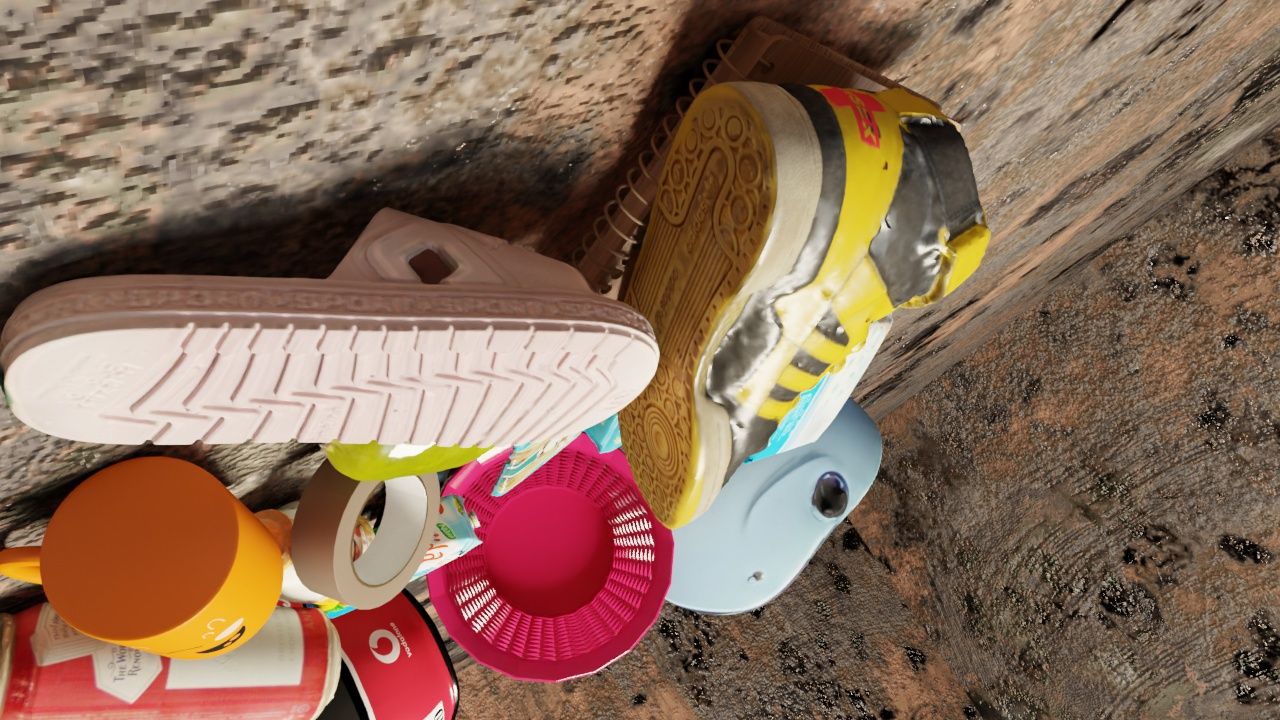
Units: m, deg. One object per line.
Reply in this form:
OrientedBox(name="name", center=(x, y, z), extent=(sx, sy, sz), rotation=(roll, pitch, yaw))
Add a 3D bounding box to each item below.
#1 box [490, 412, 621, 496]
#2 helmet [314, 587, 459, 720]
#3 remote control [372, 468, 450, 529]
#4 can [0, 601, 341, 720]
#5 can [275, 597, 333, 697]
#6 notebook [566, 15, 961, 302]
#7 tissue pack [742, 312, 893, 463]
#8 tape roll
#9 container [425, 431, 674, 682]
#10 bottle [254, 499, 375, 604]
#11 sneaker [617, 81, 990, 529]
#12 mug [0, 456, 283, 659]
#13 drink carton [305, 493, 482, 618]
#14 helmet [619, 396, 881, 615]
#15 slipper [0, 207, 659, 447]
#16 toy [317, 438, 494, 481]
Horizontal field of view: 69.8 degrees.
OrientedBox(name="box", center=(-0.005, 0.002, 0.586), extent=(0.181, 0.039, 0.227), rotation=(-31, 163, -33))
OrientedBox(name="helmet", center=(-0.300, 0.333, 0.804), extent=(0.224, 0.197, 0.272), rotation=(-22, 154, -35))
OrientedBox(name="remote control", center=(-0.160, 0.090, 0.642), extent=(0.041, 0.020, 0.152), rotation=(-20, 160, -33))
OrientedBox(name="can", center=(-0.256, 0.168, 0.503), extent=(0.170, 0.067, 0.067), rotation=(13, 137, -38))
OrientedBox(name="can", center=(-0.249, 0.188, 0.605), extent=(0.064, 0.104, 0.064), rotation=(-30, 166, -9))
OrientedBox(name="notebook", center=(0.043, -0.056, 0.458), extent=(0.168, 0.022, 0.211), rotation=(4, 135, -45))
OrientedBox(name="tissue pack", center=(0.103, 0.001, 0.611), extent=(0.092, 0.061, 0.145), rotation=(-10, 134, -47))
OrientedBox(name="tape roll", center=(-0.155, 0.093, 0.527), extent=(0.093, 0.030, 0.093), rotation=(13, 90, -68))
OrientedBox(name="container", center=(-0.078, 0.163, 0.788), extent=(0.183, 0.183, 0.226), rotation=(-30, 173, -11))
OrientedBox(name="bottle", center=(-0.202, 0.114, 0.551), extent=(0.063, 0.063, 0.109), rotation=(-31, 165, -6))
OrientedBox(name="sneaker", center=(0.065, -0.019, 0.419), extent=(0.122, 0.086, 0.239), rotation=(-13, 142, -24))
OrientedBox(name="mug", center=(-0.232, 0.094, 0.422), extent=(0.112, 0.077, 0.096), rotation=(3, 158, -8))
OrientedBox(name="drink carton", center=(-0.175, 0.138, 0.645), extent=(0.129, 0.044, 0.038), rotation=(-27, 164, 0))
OrientedBox(name="helmet", center=(0.094, 0.098, 0.864), extent=(0.265, 0.167, 0.226), rotation=(-39, -156, -15))
OrientedBox(name="slipper", center=(-0.098, -0.013, 0.348), extent=(0.238, 0.064, 0.094), rotation=(1, 148, -34))
OrientedBox(name="toy", center=(-0.111, 0.029, 0.480), extent=(0.109, 0.051, 0.090), rotation=(-16, 156, -40))
